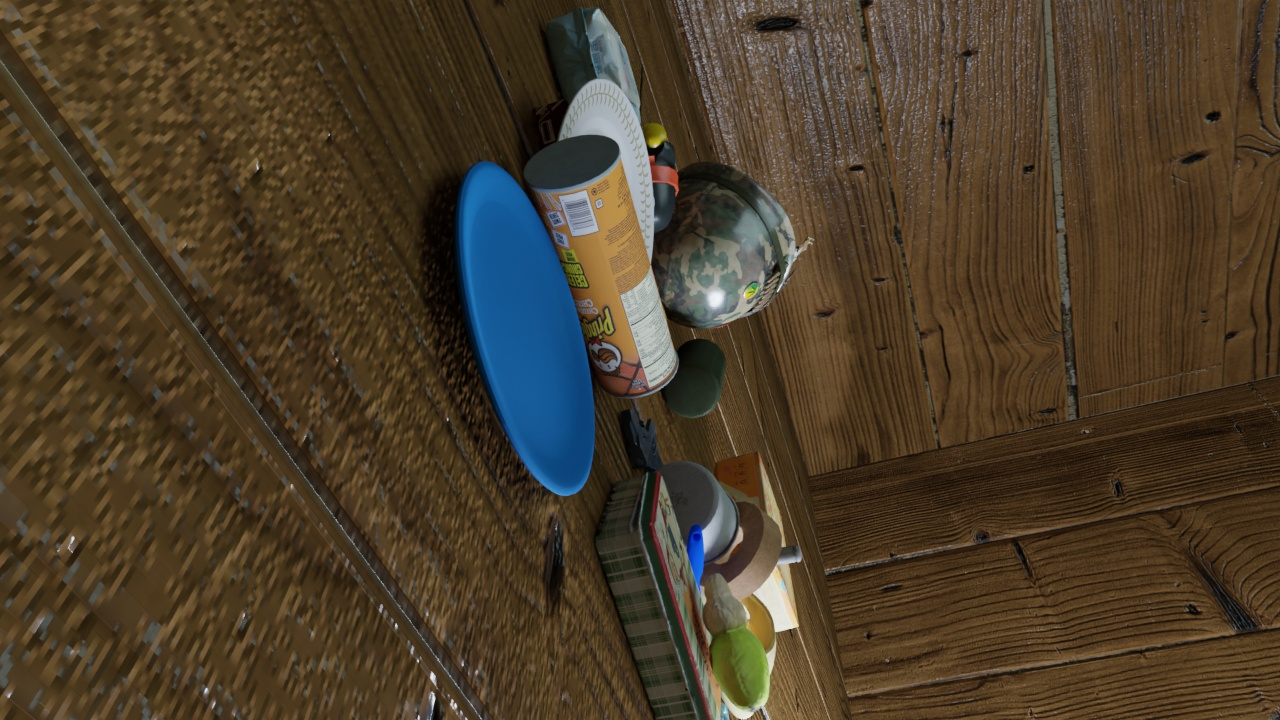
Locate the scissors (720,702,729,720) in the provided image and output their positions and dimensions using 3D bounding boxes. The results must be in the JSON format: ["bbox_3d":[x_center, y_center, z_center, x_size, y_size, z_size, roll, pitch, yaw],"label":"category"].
[{"bbox_3d":[0.074,0.365,0.923,0.134,0.012,0.134,-49,125,-74],"label":"scissors"}]

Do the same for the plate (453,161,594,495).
[{"bbox_3d":[-0.080,-0.019,0.610,0.224,0.024,0.224,-14,89,-79],"label":"plate"}]

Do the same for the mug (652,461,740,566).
[{"bbox_3d":[0.039,0.156,0.858,0.113,0.084,0.070,-64,149,-20],"label":"mug"}]

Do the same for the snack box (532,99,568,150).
[{"bbox_3d":[-0.062,-0.199,0.893,0.141,0.032,0.051,27,50,-75],"label":"snack box"}]

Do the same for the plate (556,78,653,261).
[{"bbox_3d":[-0.036,-0.136,0.855,0.242,0.016,0.242,3,90,-70],"label":"plate"}]

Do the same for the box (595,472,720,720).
[{"bbox_3d":[0.021,0.205,0.766,0.117,0.050,0.205,-63,139,-71],"label":"box"}]

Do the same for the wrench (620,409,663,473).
[{"bbox_3d":[0.032,0.141,0.956,0.073,0.022,0.273,-91,162,-47],"label":"wrench"}]

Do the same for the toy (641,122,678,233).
[{"bbox_3d":[-0.003,-0.184,1.003,0.099,0.097,0.119,37,43,-78],"label":"toy"}]

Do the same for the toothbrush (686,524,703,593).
[{"bbox_3d":[0.049,0.211,0.853,0.018,0.016,0.183,-101,-172,-50],"label":"toothbrush"}]

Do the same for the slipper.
[{"bbox_3d":[0.103,0.284,0.996,0.111,0.079,0.262,-94,165,-53],"label":"slipper"}]

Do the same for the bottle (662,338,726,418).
[{"bbox_3d":[0.074,0.013,1.191,0.206,0.071,0.071,-60,135,-74],"label":"bottle"}]

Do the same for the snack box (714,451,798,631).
[{"bbox_3d":[0.148,0.245,1.239,0.194,0.081,0.145,-90,162,-51],"label":"snack box"}]

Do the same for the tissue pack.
[{"bbox_3d":[-0.045,-0.315,1.021,0.181,0.070,0.112,-42,116,-78],"label":"tissue pack"}]

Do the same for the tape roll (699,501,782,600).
[{"bbox_3d":[0.091,0.184,0.885,0.027,0.094,0.093,39,29,-26],"label":"tape roll"}]

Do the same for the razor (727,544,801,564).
[{"bbox_3d":[0.131,0.235,1.082,0.047,0.116,0.088,-71,145,-61],"label":"razor"}]

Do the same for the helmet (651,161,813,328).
[{"bbox_3d":[0.096,-0.144,1.156,0.235,0.193,0.225,-53,155,-27],"label":"helmet"}]

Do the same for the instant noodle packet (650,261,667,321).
[{"bbox_3d":[0.000,-0.071,1.018,0.135,0.040,0.098,-74,145,-75],"label":"instant noodle packet"}]

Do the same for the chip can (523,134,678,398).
[{"bbox_3d":[-0.027,-0.070,0.750,0.075,0.075,0.215,-91,167,-48],"label":"chip can"}]

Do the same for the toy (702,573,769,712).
[{"bbox_3d":[0.078,0.237,0.771,0.092,0.046,0.115,52,19,-69],"label":"toy"}]
